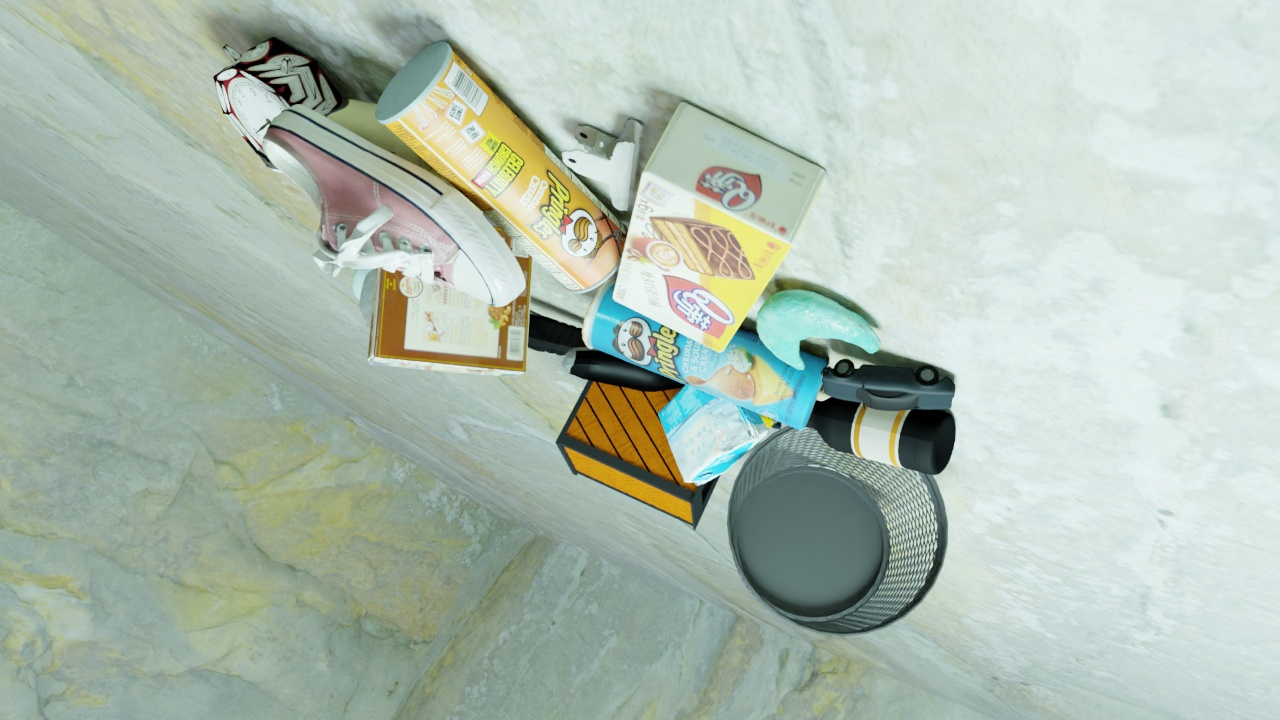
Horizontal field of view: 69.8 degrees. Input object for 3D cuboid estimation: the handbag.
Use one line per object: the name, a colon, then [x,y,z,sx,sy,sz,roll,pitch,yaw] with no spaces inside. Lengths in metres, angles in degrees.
handbag: [-0.204,-0.170,0.791,0.119,0.081,0.111,19,155,27]

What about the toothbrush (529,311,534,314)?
toothbrush: [-0.131,-0.052,1.125,0.167,0.013,0.013,26,162,7]

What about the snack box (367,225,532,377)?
snack box: [-0.180,-0.062,0.879,0.146,0.143,0.041,6,170,-23]

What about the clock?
clock: [-0.308,-0.215,0.832,0.115,0.064,0.155,18,145,25]

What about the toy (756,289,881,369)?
toy: [0.140,-0.027,0.768,0.085,0.033,0.105,40,150,-21]

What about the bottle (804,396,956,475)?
bottle: [0.205,0.061,0.884,0.182,0.059,0.059,13,157,38]

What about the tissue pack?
tissue pack: [0.076,0.068,0.964,0.061,0.092,0.145,-12,159,-25]

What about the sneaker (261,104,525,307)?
sneaker: [-0.205,-0.105,0.717,0.241,0.087,0.118,33,158,4]

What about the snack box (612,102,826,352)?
snack box: [0.049,-0.087,0.692,0.110,0.061,0.231,26,162,2]

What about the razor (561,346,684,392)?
razor: [-0.006,0.006,0.955,0.156,0.060,0.057,-4,140,-29]

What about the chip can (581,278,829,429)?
chip can: [0.061,-0.008,0.878,0.230,0.079,0.080,22,162,15]

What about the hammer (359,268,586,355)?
hammer: [-0.169,-0.045,1.069,0.328,0.131,0.039,15,161,9]

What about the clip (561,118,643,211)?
clip: [-0.025,-0.158,0.689,0.058,0.050,0.102,32,162,6]

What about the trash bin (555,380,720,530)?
trash bin: [0.015,0.092,1.109,0.172,0.139,0.140,23,162,13]

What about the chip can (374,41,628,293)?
chip can: [-0.101,-0.145,0.724,0.075,0.075,0.215,7,153,47]

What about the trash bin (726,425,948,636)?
trash bin: [0.201,0.194,1.023,0.218,0.217,0.227,24,166,10]

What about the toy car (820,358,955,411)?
toy car: [0.212,0.024,0.789,0.112,0.034,0.046,5,156,17]

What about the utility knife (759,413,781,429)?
utility knife: [0.080,0.031,1.033,0.179,0.030,0.017,27,-162,7]

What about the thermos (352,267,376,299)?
thermos: [-0.275,-0.069,1.195,0.207,0.065,0.078,26,139,5]
